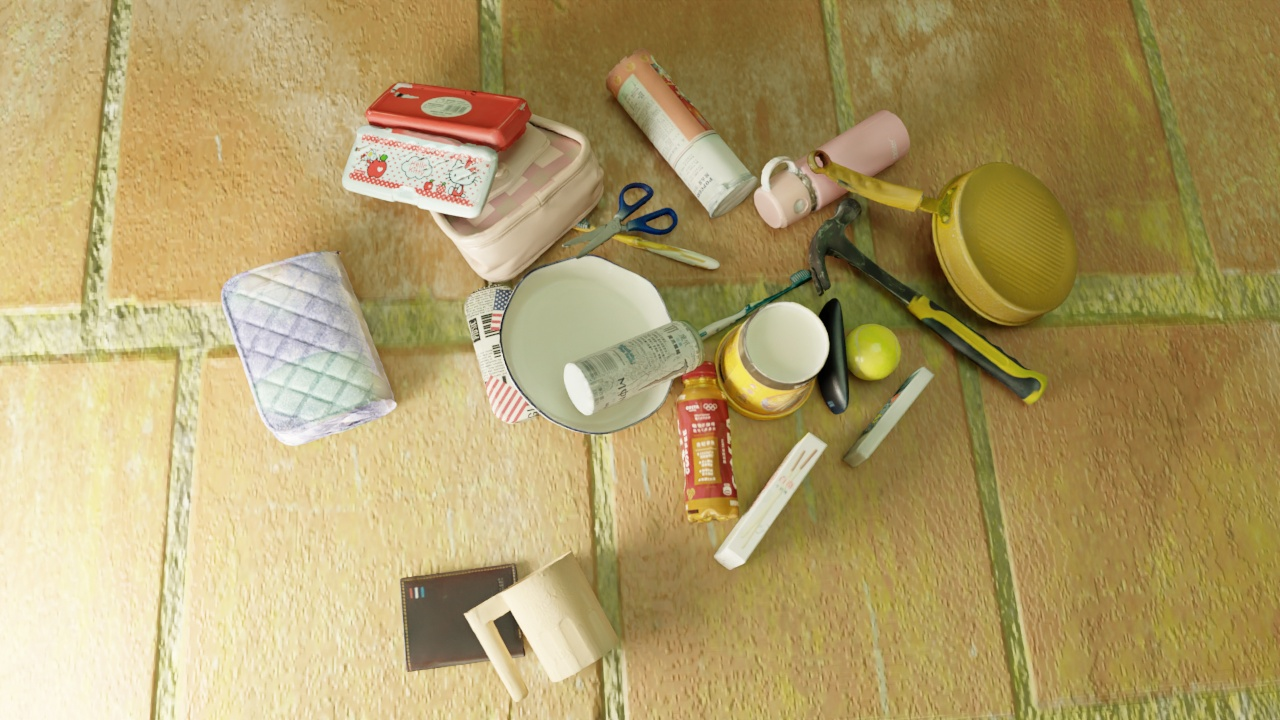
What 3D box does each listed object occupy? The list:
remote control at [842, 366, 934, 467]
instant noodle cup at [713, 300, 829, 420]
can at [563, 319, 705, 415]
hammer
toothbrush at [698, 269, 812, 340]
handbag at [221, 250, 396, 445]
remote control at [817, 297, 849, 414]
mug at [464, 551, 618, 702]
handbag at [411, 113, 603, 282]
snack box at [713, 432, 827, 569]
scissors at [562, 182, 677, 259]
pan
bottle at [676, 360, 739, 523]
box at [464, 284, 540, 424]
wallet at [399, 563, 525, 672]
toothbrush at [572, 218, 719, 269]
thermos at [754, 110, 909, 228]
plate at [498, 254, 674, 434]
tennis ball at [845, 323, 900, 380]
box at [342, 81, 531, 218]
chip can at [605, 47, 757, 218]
[{"bbox_3d":[0.279,0.064,1.039,0.019,0.056,0.135,41,75,8],"label":"remote control"},{"bbox_3d":[0.147,-0.004,1.016,0.118,0.115,0.118,1,73,-5],"label":"instant noodle cup"},{"bbox_3d":[-0.006,0.006,0.969,0.146,0.058,0.058,-22,76,-26],"label":"can"},{"bbox_3d":[0.338,-0.056,1.088,0.323,0.032,0.126,38,67,4],"label":"hammer"},{"bbox_3d":[0.125,-0.062,1.083,0.191,0.016,0.018,-29,68,-13],"label":"toothbrush"},{"bbox_3d":[-0.360,-0.014,0.994,0.134,0.076,0.193,-20,78,-15],"label":"handbag"},{"bbox_3d":[0.217,-0.006,1.054,0.024,0.053,0.136,2,74,-14],"label":"remote control"},{"bbox_3d":[-0.098,0.269,0.928,0.124,0.084,0.103,-29,84,-12],"label":"mug"},{"bbox_3d":[-0.177,-0.225,1.074,0.193,0.093,0.234,-41,66,-12],"label":"handbag"},{"bbox_3d":[0.139,0.152,0.984,0.027,0.085,0.156,36,73,7],"label":"snack box"},{"bbox_3d":[-0.017,-0.151,1.064,0.133,0.012,0.172,25,51,-10],"label":"scissors"},{"bbox_3d":[0.360,-0.169,1.083,0.357,0.078,0.197,26,66,-17],"label":"pan"},{"bbox_3d":[0.072,0.089,1.011,0.057,0.057,0.174,-3,74,-6],"label":"bottle"},{"bbox_3d":[-0.151,-0.007,1.031,0.068,0.052,0.164,-10,76,-23],"label":"box"},{"bbox_3d":[-0.186,0.267,0.957,0.122,0.020,0.096,-5,74,-9],"label":"wallet"},{"bbox_3d":[0.003,-0.141,1.092,0.191,0.018,0.016,17,74,2],"label":"toothbrush"},{"bbox_3d":[0.228,-0.238,1.109,0.198,0.087,0.067,-31,38,-13],"label":"thermos"},{"bbox_3d":[-0.057,-0.015,1.015,0.204,0.046,0.204,6,71,-18],"label":"plate"},{"bbox_3d":[0.265,-0.009,1.054,0.065,0.065,0.065,1,74,-5],"label":"tennis ball"},{"bbox_3d":[-0.235,-0.245,1.034,0.201,0.058,0.161,15,70,25],"label":"box"},{"bbox_3d":[0.047,-0.275,1.109,0.071,0.071,0.214,-36,80,-14],"label":"chip can"}]
